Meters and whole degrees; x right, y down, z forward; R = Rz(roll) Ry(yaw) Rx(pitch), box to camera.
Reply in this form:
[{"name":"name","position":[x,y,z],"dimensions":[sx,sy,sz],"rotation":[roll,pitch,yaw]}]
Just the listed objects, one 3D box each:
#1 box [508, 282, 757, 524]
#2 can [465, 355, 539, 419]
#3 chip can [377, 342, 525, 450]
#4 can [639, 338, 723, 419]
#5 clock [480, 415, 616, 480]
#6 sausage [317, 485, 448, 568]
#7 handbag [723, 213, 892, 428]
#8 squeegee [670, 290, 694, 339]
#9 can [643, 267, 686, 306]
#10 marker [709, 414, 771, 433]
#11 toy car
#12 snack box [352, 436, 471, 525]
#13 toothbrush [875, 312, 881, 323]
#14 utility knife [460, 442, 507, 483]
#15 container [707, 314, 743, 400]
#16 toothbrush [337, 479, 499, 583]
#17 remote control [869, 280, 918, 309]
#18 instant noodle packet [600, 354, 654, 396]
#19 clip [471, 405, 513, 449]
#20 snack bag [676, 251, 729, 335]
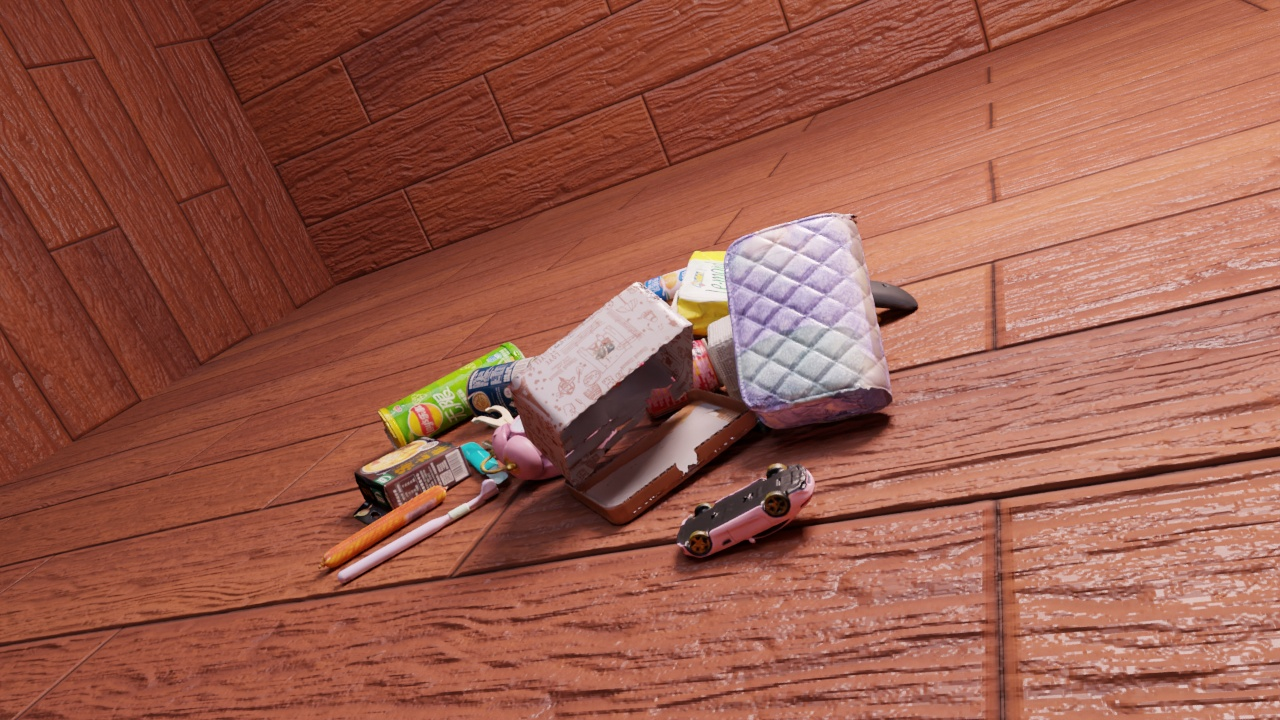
[{"name":"box","position":[-0.001,0.062,0.901],"dimensions":[0.182,0.153,0.178],"rotation":[-39,61,-18]},{"name":"can","position":[-0.168,0.038,1.230],"dimensions":[0.111,0.075,0.075],"rotation":[-11,21,32]},{"name":"chip can","position":[-0.262,0.051,1.315],"dimensions":[0.220,0.072,0.073],"rotation":[-30,19,-21]},{"name":"can","position":[0.040,0.020,1.035],"dimensions":[0.094,0.066,0.066],"rotation":[-22,17,2]},{"name":"clock","position":[-0.107,0.088,1.031],"dimensions":[0.158,0.060,0.117],"rotation":[-29,18,-14]},{"name":"sausage","position":[-0.287,0.186,1.032],"dimensions":[0.164,0.021,0.021],"rotation":[-31,19,-24]},{"name":"handbag","position":[0.157,-0.037,0.875],"dimensions":[0.134,0.193,0.075],"rotation":[-14,-25,22]},{"name":"squeegee","position":[-0.047,-0.034,1.248],"dimensions":[0.247,0.039,0.246],"rotation":[-22,16,10]},{"name":"can","position":[0.076,-0.117,1.414],"dimensions":[0.135,0.053,0.053],"rotation":[-17,19,20]},{"name":"marker","position":[0.097,0.057,0.940],"dimensions":[0.018,0.015,0.124],"rotation":[-31,20,-19]},{"name":"toy car","position":[0.084,0.123,0.732],"dimensions":[0.123,0.037,0.056],"rotation":[-30,11,20]},{"name":"snack box","position":[-0.285,0.146,1.114],"dimensions":[0.125,0.053,0.113],"rotation":[-28,17,-31]},{"name":"toothbrush","position":[0.264,-0.078,1.124],"dimensions":[0.016,0.016,0.190],"rotation":[-21,17,7]},{"name":"utility knife","position":[-0.192,0.124,1.110],"dimensions":[0.029,0.013,0.208],"rotation":[-27,15,-17]},{"name":"container","position":[0.137,-0.016,0.986],"dimensions":[0.114,0.090,0.090],"rotation":[-23,17,12]},{"name":"toothbrush","position":[-0.238,0.183,0.985],"dimensions":[0.189,0.029,0.021],"rotation":[-30,56,-18]},{"name":"remote control","position":[0.248,-0.078,1.043],"dimensions":[0.136,0.024,0.053],"rotation":[4,25,-1]},{"name":"instant noodle packet","position":[-0.007,0.006,1.100],"dimensions":[0.128,0.111,0.044],"rotation":[-21,61,3]},{"name":"clip","position":[-0.170,0.074,1.138],"dimensions":[0.034,0.083,0.105],"rotation":[-38,11,-39]},{"name":"snack bag","position":[0.132,-0.079,1.149],"dimensions":[0.158,0.068,0.246],"rotation":[3,21,8]}]
